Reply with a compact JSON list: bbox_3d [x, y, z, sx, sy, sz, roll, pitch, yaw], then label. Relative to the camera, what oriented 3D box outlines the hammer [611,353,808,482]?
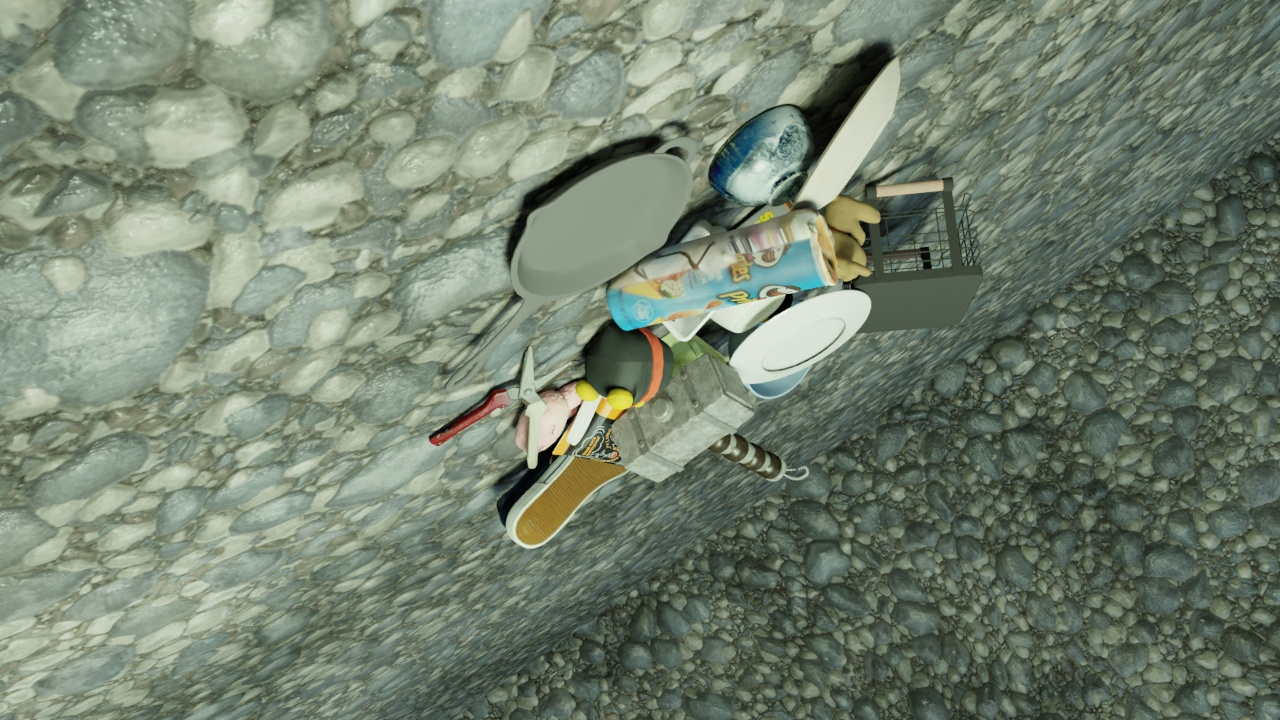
[{"bbox_3d":[0.124,0.118,1.272,0.177,0.079,0.326,-38,138,21],"label":"hammer"}]

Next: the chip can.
[{"bbox_3d":[0.079,-0.090,0.931,0.230,0.079,0.079,-12,169,22],"label":"chip can"}]

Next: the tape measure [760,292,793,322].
[{"bbox_3d":[0.173,-0.082,1.238,0.067,0.062,0.038,-31,162,-13],"label":"tape measure"}]

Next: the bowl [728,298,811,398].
[{"bbox_3d":[0.182,-0.028,1.331,0.150,0.075,0.151,-17,121,-32],"label":"bowl"}]

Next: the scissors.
[{"bbox_3d":[-0.145,0.066,1.075,0.199,0.015,0.179,-28,135,5],"label":"scissors"}]

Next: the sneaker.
[{"bbox_3d":[-0.093,0.141,1.340,0.294,0.127,0.121,-41,126,-13],"label":"sneaker"}]

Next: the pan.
[{"bbox_3d":[-0.080,-0.087,0.866,0.355,0.024,0.216,-43,159,24],"label":"pan"}]

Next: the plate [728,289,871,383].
[{"bbox_3d":[0.214,-0.023,1.216,0.208,0.015,0.209,-20,154,-10],"label":"plate"}]

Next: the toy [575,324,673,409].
[{"bbox_3d":[-0.007,0.007,1.099,0.119,0.100,0.098,2,-174,-43],"label":"toy"}]

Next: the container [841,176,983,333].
[{"bbox_3d":[0.363,-0.135,1.260,0.163,0.130,0.241,-4,163,9],"label":"container"}]

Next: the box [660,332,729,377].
[{"bbox_3d":[0.077,0.003,1.297,0.130,0.064,0.188,6,167,16],"label":"box"}]

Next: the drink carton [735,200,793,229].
[{"bbox_3d":[0.136,-0.126,1.057,0.125,0.076,0.048,-37,162,22],"label":"drink carton"}]

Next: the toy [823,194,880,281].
[{"bbox_3d":[0.232,-0.141,1.086,0.105,0.134,0.108,32,71,-42],"label":"toy"}]

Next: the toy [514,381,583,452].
[{"bbox_3d":[-0.112,0.068,1.162,0.104,0.053,0.109,-39,166,-38],"label":"toy"}]

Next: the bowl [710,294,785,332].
[{"bbox_3d":[0.131,-0.085,1.155,0.116,0.065,0.116,-30,161,-12],"label":"bowl"}]

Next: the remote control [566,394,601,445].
[{"bbox_3d":[-0.061,0.049,1.172,0.137,0.013,0.043,-64,170,19],"label":"remote control"}]

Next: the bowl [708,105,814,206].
[{"bbox_3d":[0.130,-0.190,0.908,0.114,0.060,0.114,-29,160,-12],"label":"bowl"}]

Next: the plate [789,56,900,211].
[{"bbox_3d":[0.213,-0.214,0.926,0.188,0.027,0.189,-54,173,-10],"label":"plate"}]

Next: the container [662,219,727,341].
[{"bbox_3d":[0.068,-0.092,1.025,0.049,0.081,0.130,-29,164,-51],"label":"container"}]

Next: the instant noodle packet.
[{"bbox_3d":[0.003,0.084,1.272,0.220,0.032,0.160,17,113,-41],"label":"instant noodle packet"}]
